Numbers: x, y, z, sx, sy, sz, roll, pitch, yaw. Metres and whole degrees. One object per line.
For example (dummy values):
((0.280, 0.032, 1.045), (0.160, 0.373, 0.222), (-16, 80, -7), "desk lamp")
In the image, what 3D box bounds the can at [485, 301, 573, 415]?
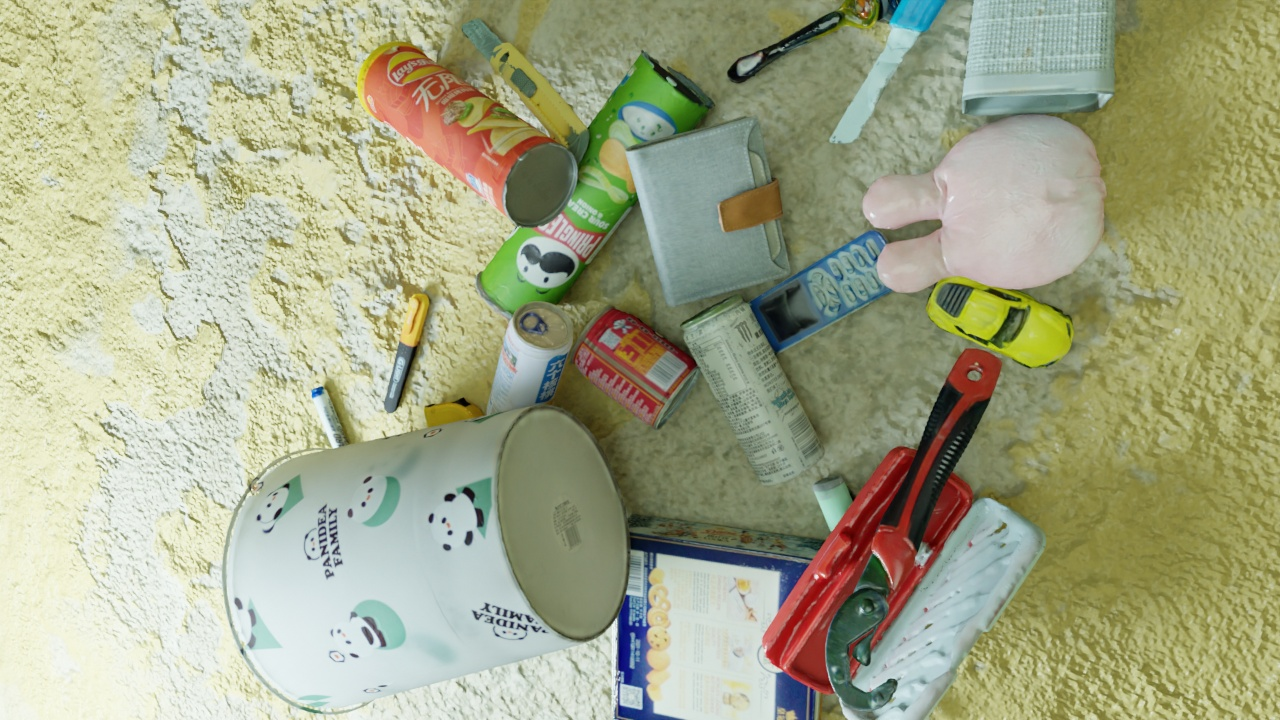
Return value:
((-0.094, 0.012, 0.768), (0.053, 0.053, 0.135), (36, 140, 11), "can")

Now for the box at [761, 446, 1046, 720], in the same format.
((0.190, 0.175, 0.677), (0.110, 0.100, 0.201), (33, 94, -10), "box")

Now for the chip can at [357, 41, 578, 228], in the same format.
((-0.142, -0.184, 0.734), (0.216, 0.073, 0.073), (39, 111, 31), "chip can")

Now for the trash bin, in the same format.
((-0.161, 0.153, 0.748), (0.252, 0.229, 0.229), (-18, 93, 25), "trash bin")

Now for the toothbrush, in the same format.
((0.191, 0.198, 0.743), (0.027, 0.026, 0.224), (-23, 92, -17), "toothbrush")

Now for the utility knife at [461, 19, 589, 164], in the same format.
((-0.095, -0.225, 0.745), (0.031, 0.021, 0.201), (-45, 55, 11), "utility knife")

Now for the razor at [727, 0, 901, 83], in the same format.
((0.128, -0.246, 0.687), (0.143, 0.022, 0.042), (-21, 91, 23), "razor")

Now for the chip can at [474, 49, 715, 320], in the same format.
((-0.041, -0.134, 0.744), (0.072, 0.072, 0.236), (43, 110, 8), "chip can")

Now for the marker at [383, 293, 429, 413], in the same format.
((-0.223, -0.005, 0.865), (0.018, 0.015, 0.124), (27, 110, 19), "marker")

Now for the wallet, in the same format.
((0.056, -0.112, 0.701), (0.106, 0.037, 0.130), (-14, 116, 5), "wallet")

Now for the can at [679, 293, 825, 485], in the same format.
((0.089, 0.023, 0.726), (0.058, 0.058, 0.146), (-27, 94, 22), "can")

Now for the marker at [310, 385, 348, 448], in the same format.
((-0.293, 0.095, 0.908), (0.017, 0.016, 0.146), (-21, 92, 22), "marker")

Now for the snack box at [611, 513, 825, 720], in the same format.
((0.066, 0.234, 0.785), (0.183, 0.045, 0.178), (5, 101, 19), "snack box")

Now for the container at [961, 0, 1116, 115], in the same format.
((0.264, -0.225, 0.606), (0.090, 0.090, 0.111), (4, 98, 19), "container")

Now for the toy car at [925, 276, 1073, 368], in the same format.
((0.263, -0.030, 0.672), (0.105, 0.032, 0.048), (26, 107, 12), "toy car")

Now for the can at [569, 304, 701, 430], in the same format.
((-0.004, 0.004, 0.758), (0.094, 0.066, 0.067), (36, 110, 11), "can")

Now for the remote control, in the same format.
((0.143, -0.052, 0.715), (0.125, 0.024, 0.049), (-30, 88, 26), "remote control")

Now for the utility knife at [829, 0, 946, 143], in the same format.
((0.202, -0.258, 0.651), (0.034, 0.018, 0.235), (32, 105, 7), "utility knife")

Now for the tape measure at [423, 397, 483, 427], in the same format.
((-0.172, 0.066, 0.852), (0.057, 0.028, 0.060), (-10, 96, 21), "tape measure")

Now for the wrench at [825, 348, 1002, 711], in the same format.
((0.196, 0.115, 0.658), (0.056, 0.016, 0.273), (19, 80, 28), "wrench")

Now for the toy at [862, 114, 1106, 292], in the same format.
((0.242, -0.107, 0.650), (0.160, 0.054, 0.121), (-11, 85, 17), "toy")
